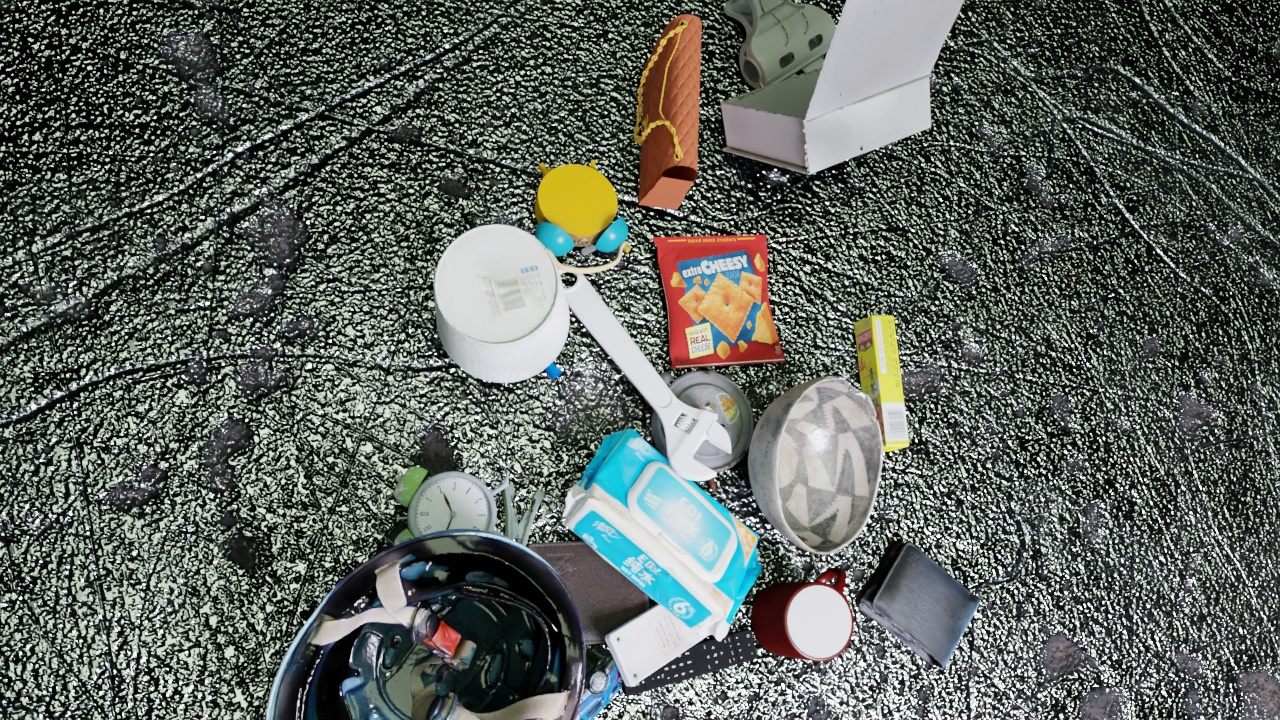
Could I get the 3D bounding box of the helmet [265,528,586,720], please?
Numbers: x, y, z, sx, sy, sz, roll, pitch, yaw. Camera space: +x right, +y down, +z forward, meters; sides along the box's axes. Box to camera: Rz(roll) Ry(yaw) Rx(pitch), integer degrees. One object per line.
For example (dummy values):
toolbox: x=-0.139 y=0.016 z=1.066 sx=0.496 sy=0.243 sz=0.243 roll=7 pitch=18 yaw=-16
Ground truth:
helmet: x=-0.170 y=0.266 z=0.764 sx=0.225 sy=0.167 sz=0.265 roll=45 pitch=79 yaw=1

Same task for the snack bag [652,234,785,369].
snack bag: x=0.084 y=-0.064 z=0.983 sx=0.130 sy=0.039 sz=0.144 roll=-4 pitch=78 yaw=-16

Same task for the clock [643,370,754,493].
clock: x=0.051 y=0.055 z=0.936 sx=0.148 sy=0.056 sz=0.103 roll=42 pitch=70 yaw=-5

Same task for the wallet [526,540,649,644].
wallet: x=-0.049 y=0.223 z=0.883 sx=0.120 sy=0.031 sz=0.099 roll=2 pitch=73 yaw=-14

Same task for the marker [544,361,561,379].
marker: x=-0.129 y=-0.039 z=0.932 sx=0.013 sy=0.013 sz=0.142 roll=-39 pitch=89 yaw=-20

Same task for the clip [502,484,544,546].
clip: x=-0.118 y=0.159 z=0.883 sx=0.057 sy=0.023 sz=0.076 roll=10 pitch=72 yaw=-11

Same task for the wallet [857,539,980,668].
wallet: x=0.297 y=0.256 z=0.971 sx=0.115 sy=0.026 sz=0.089 roll=38 pitch=69 yaw=-4

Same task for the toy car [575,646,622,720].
toy car: x=-0.067 y=0.316 z=0.841 sx=0.120 sy=0.056 sz=0.043 roll=-35 pitch=111 yaw=-25

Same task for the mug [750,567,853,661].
mug: x=0.169 y=0.245 z=0.908 sx=0.105 sy=0.083 sz=0.073 roll=-43 pitch=91 yaw=-20

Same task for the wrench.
wrench: x=-0.005 y=0.005 z=0.915 sx=0.066 sy=0.018 sz=0.273 roll=-35 pitch=71 yaw=-9

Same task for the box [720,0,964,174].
box: x=0.211 y=-0.303 z=0.912 sx=0.166 sy=0.340 sz=0.160 roll=-24 pitch=74 yaw=-20

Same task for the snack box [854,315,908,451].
snack box: x=0.265 y=0.025 z=1.010 sx=0.029 sy=0.040 sz=0.148 roll=0 pitch=77 yaw=-16

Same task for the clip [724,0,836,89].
clip: x=0.164 y=-0.381 z=1.076 sx=0.124 sy=0.073 sz=0.143 roll=-36 pitch=98 yaw=-23

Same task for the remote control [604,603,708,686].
remote control: x=0.028 y=0.257 z=0.881 sx=0.135 sy=0.011 sz=0.050 roll=-20 pitch=82 yaw=-39

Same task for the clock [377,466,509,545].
clock: x=-0.184 y=0.146 z=0.857 sx=0.119 sy=0.043 sz=0.094 roll=2 pitch=75 yaw=-16

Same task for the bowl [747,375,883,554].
bowl: x=0.165 y=0.104 z=0.934 sx=0.178 sy=0.081 sz=0.178 roll=1 pitch=88 yaw=-42

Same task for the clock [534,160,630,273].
clock: x=-0.065 y=-0.151 z=0.963 sx=0.099 sy=0.044 sz=0.129 roll=-7 pitch=72 yaw=-17

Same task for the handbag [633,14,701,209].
handbag: x=0.029 y=-0.264 z=0.979 sx=0.060 sy=0.109 sz=0.171 roll=6 pitch=75 yaw=-14

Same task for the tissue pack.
tissue pack: x=0.027 y=0.167 z=0.881 sx=0.209 sy=0.066 sz=0.116 roll=42 pitch=41 yaw=-4

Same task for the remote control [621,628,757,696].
remote control: x=0.048 y=0.296 z=0.901 sx=0.140 sy=0.009 sz=0.030 roll=-10 pitch=80 yaw=-17

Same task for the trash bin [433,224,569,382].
trash bin: x=-0.129 y=-0.053 z=0.845 sx=0.133 sy=0.161 sz=0.133 roll=1 pitch=83 yaw=-6
